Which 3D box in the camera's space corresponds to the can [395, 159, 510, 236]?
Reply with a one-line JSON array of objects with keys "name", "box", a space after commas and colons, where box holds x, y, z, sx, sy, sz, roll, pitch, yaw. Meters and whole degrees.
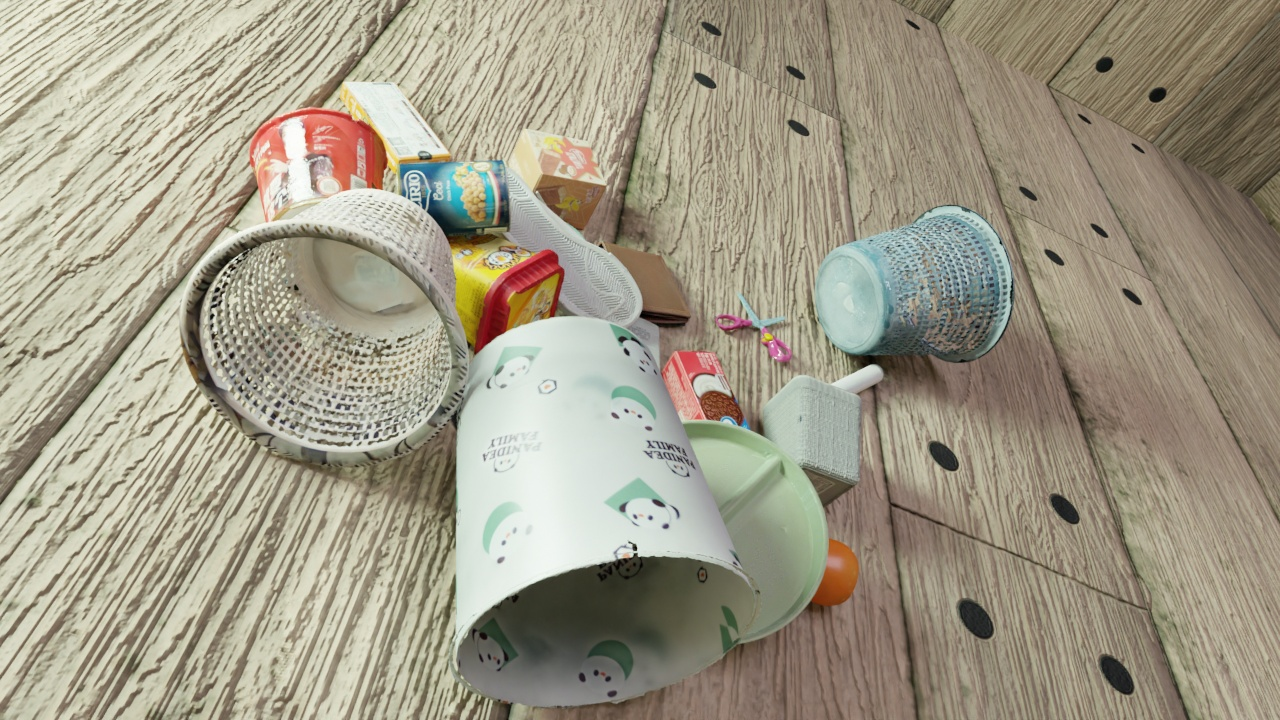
[{"name": "can", "box": [-0.189, -0.165, 0.935, 0.111, 0.075, 0.075, -5, 50, -12]}]

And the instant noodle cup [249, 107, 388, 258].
[{"name": "instant noodle cup", "box": [-0.324, -0.170, 0.933, 0.137, 0.138, 0.108, 4, 55, -31]}]

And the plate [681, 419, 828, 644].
[{"name": "plate", "box": [0.064, 0.161, 0.875, 0.230, 0.028, 0.229, 3, 57, -5]}]

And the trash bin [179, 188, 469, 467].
[{"name": "trash bin", "box": [-0.253, -0.050, 0.811, 0.227, 0.228, 0.191, 22, 27, -13]}]

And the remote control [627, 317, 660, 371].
[{"name": "remote control", "box": [-0.006, 0.006, 1.047, 0.058, 0.021, 0.149, 18, 41, -17]}]

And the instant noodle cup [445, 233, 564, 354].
[{"name": "instant noodle cup", "box": [-0.162, -0.076, 0.966, 0.124, 0.116, 0.115, 32, 39, 17]}]

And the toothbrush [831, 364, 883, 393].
[{"name": "toothbrush", "box": [0.248, 0.043, 1.176, 0.027, 0.026, 0.220, 26, 31, 35]}]

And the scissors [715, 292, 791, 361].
[{"name": "scissors", "box": [0.151, -0.047, 1.215, 0.136, 0.017, 0.133, 2, 44, -31]}]

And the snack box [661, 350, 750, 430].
[{"name": "snack box", "box": [0.082, 0.084, 0.998, 0.057, 0.058, 0.207, 2, 49, -29]}]

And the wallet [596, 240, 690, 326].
[{"name": "wallet", "box": [0.002, -0.095, 1.154, 0.101, 0.032, 0.124, 6, 47, -34]}]

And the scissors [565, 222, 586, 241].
[{"name": "scissors", "box": [-0.119, -0.120, 1.107, 0.169, 0.019, 0.174, 12, 45, -26]}]

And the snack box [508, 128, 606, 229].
[{"name": "snack box", "box": [-0.110, -0.233, 1.181, 0.094, 0.077, 0.092, 4, 47, -31]}]

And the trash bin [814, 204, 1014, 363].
[{"name": "trash bin", "box": [0.360, -0.094, 1.271, 0.194, 0.227, 0.226, -10, 54, -24]}]

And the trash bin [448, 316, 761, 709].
[{"name": "trash bin", "box": [-0.048, 0.114, 0.748, 0.229, 0.230, 0.251, 9, 43, -26]}]

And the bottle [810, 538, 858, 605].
[{"name": "bottle", "box": [0.141, 0.197, 0.923, 0.149, 0.067, 0.066, 19, 40, -5]}]

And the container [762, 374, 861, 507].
[{"name": "container", "box": [0.192, 0.095, 1.031, 0.090, 0.090, 0.114, 20, 51, -15]}]

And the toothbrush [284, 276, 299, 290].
[{"name": "toothbrush", "box": [-0.285, -0.089, 0.967, 0.188, 0.014, 0.018, -12, 27, -43]}]

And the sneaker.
[{"name": "sneaker", "box": [-0.103, -0.120, 1.048, 0.242, 0.091, 0.089, 43, 77, -13]}]

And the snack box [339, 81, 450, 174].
[{"name": "snack box", "box": [-0.309, -0.295, 1.152, 0.075, 0.026, 0.153, -16, 59, -43]}]
